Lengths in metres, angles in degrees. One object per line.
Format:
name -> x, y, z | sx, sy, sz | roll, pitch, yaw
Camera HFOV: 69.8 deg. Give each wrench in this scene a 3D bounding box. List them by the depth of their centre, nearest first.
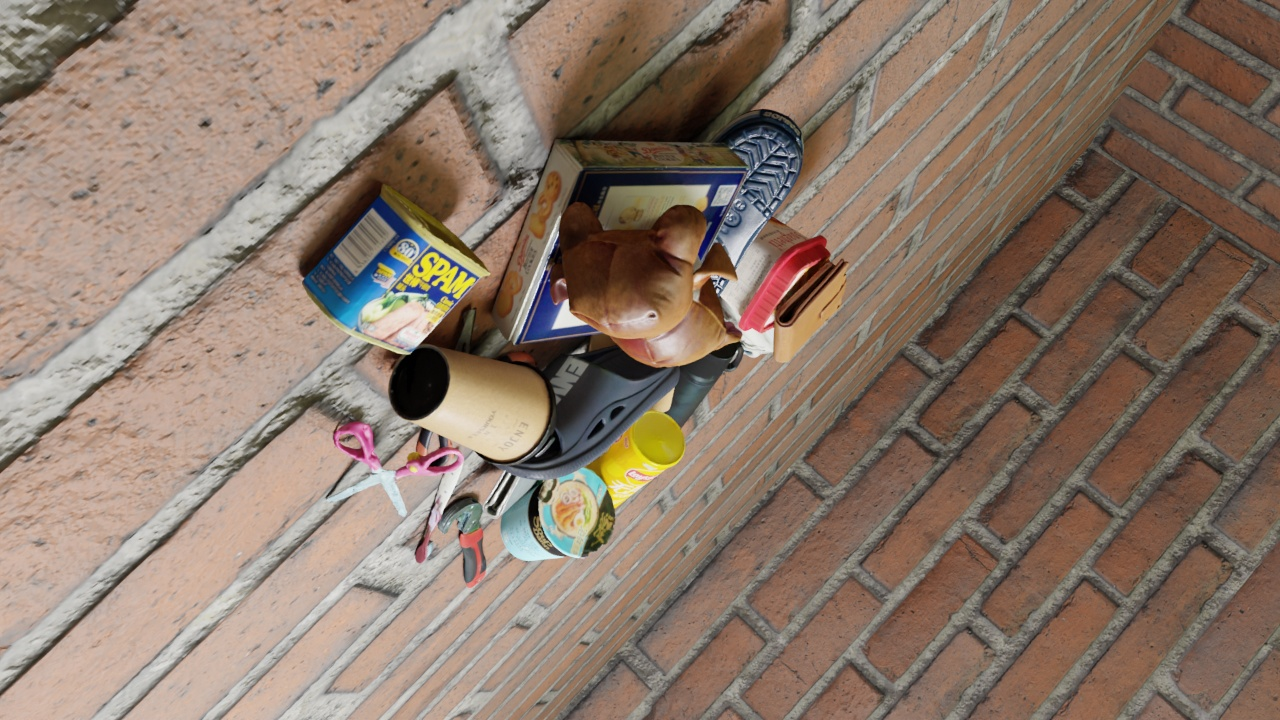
wrench -> -0.209, 0.228, 1.126 | 0.056, 0.016, 0.274 | -40, 160, -23

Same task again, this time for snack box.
snack box -> -0.017, -0.100, 0.780 | 0.182, 0.045, 0.178 | -9, 139, -38

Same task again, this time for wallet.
wallet -> -0.125, 0.110, 1.035 | 0.107, 0.037, 0.129 | -59, 173, 21
wallet -> 0.192, -0.055, 1.042 | 0.107, 0.031, 0.132 | -45, 163, -8

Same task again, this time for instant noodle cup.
instant noodle cup -> 0.129, -0.112, 1.031 | 0.116, 0.124, 0.117 | -26, 152, -51
instant noodle cup -> -0.110, 0.194, 1.120 | 0.111, 0.111, 0.121 | -30, -178, -44

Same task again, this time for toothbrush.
toothbrush -> -0.213, 0.159, 0.980 | 0.017, 0.016, 0.188 | -39, 161, -50

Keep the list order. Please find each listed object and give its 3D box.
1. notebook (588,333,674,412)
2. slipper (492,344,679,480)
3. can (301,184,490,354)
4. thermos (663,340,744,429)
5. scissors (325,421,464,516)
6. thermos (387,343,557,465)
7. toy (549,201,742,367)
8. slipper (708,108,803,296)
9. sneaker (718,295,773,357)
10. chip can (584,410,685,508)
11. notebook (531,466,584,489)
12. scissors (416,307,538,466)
notebook -> -0.006, 0.006, 1.059 | 0.147, 0.008, 0.208 | -22, 141, -32
slipper -> -0.056, 0.024, 0.908 | 0.267, 0.111, 0.083 | -33, 133, -47
can -> -0.159, -0.055, 0.603 | 0.083, 0.057, 0.102 | -47, 161, 3
thermos -> 0.053, 0.054, 1.224 | 0.089, 0.068, 0.243 | 7, 138, -29
scissors -> -0.215, 0.091, 0.767 | 0.133, 0.017, 0.135 | -23, 136, 17
thermos -> -0.136, 0.034, 0.757 | 0.093, 0.093, 0.143 | -50, 150, 7
toy -> 0.009, -0.057, 0.724 | 0.199, 0.140, 0.130 | 50, 51, -60
slipper -> 0.064, -0.142, 0.887 | 0.254, 0.105, 0.095 | -54, -169, 39
sneaker -> 0.132, -0.066, 1.215 | 0.091, 0.089, 0.242 | -22, 154, 13
chip can -> -0.025, 0.137, 1.148 | 0.071, 0.072, 0.214 | -33, 172, -39
notebook -> -0.089, 0.140, 1.224 | 0.150, 0.012, 0.210 | -31, 154, -39
scissors -> -0.166, 0.032, 0.832 | 0.189, 0.015, 0.222 | -53, 160, 14
